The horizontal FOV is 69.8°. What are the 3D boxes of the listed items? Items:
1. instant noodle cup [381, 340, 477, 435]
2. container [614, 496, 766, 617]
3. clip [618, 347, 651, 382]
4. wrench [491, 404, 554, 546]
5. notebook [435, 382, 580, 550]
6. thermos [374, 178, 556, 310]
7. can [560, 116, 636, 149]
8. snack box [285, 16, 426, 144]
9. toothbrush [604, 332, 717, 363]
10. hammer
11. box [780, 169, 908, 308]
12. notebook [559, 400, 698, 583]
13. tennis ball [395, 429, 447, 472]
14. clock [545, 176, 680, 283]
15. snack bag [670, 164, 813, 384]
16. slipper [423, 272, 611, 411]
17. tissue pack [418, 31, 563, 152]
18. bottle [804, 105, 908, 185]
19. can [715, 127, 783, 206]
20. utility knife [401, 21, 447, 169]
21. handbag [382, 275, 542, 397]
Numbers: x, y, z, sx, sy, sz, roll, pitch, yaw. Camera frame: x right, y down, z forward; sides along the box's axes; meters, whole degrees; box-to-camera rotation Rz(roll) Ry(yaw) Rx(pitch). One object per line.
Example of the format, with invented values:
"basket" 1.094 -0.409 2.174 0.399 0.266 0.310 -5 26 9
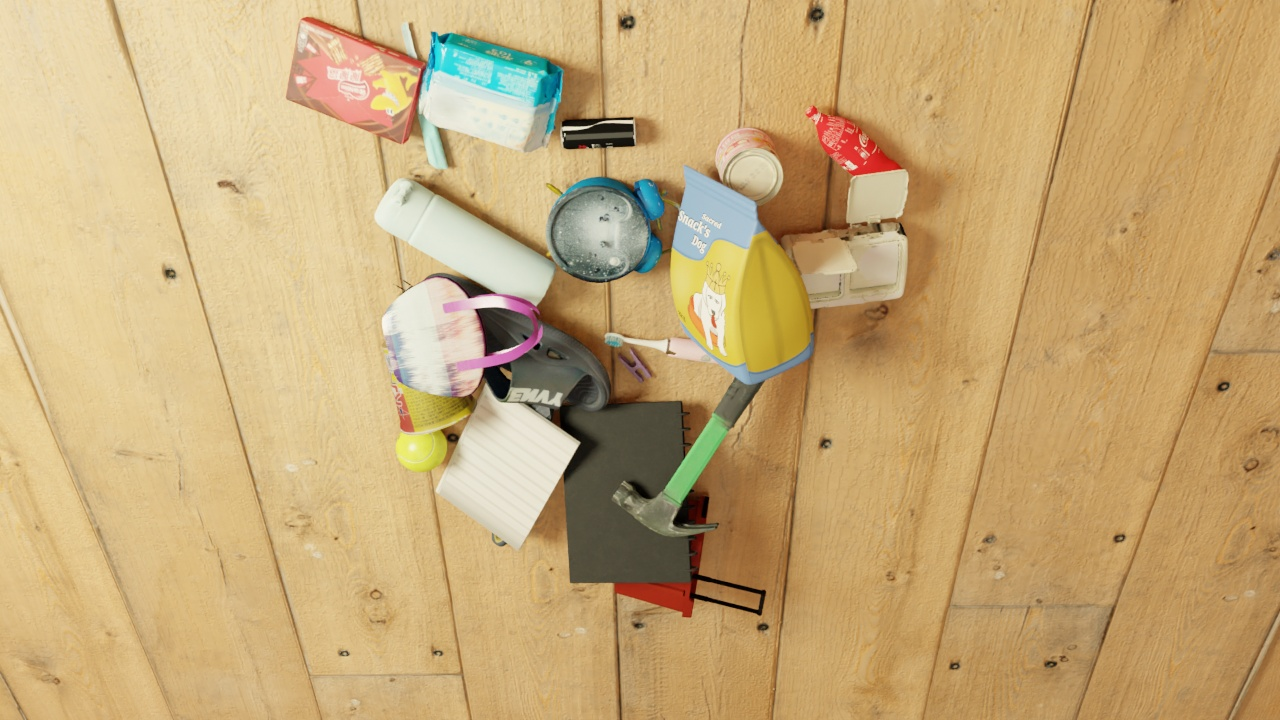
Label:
"instant noodle cup" -0.268 0.020 1.131 0.100 0.100 0.112 -15 111 9
"container" 0.072 0.270 1.253 0.201 0.126 0.148 9 120 7
"clip" -0.005 0.006 1.162 0.036 0.013 0.052 -33 118 19
"wrench" -0.159 0.159 1.230 0.073 0.022 0.274 32 127 11
"notebook" -0.179 0.142 1.208 0.142 0.009 0.210 34 122 7
"thermos" -0.200 -0.133 1.049 0.206 0.065 0.078 29 157 -16
"can" -0.046 -0.247 0.998 0.080 0.031 0.032 -2 121 2
"snack box" -0.301 -0.295 0.971 0.133 0.021 0.089 21 119 -5
"toothbrush" 0.065 -0.012 1.141 0.222 0.026 0.027 8 130 -4
"hammer" 0.100 0.077 1.126 0.130 0.032 0.319 34 98 10
"box" 0.232 -0.112 1.025 0.145 0.100 0.187 -8 147 5
"notebook" -0.015 0.170 1.181 0.169 0.019 0.231 -3 91 12
"tennis ball" -0.285 0.113 1.197 0.065 0.065 0.065 0 121 0
"clock" -0.029 -0.150 1.042 0.161 0.060 0.117 3 120 -3
"snack bag" 0.101 -0.100 1.001 0.102 0.159 0.205 -24 123 -15
"slipper" -0.155 -0.004 1.097 0.268 0.083 0.111 32 144 -13
"tissue pack" -0.155 -0.280 0.963 0.144 0.061 0.093 15 121 -6
"bottle" 0.234 -0.228 1.002 0.141 0.041 0.042 36 115 -19
"can" 0.117 -0.210 0.994 0.067 0.076 0.067 0 121 0
"utility knife" -0.236 -0.282 0.989 0.022 0.015 0.158 5 123 22
"handbag" -0.193 -0.031 1.028 0.170 0.068 0.144 -8 101 13
